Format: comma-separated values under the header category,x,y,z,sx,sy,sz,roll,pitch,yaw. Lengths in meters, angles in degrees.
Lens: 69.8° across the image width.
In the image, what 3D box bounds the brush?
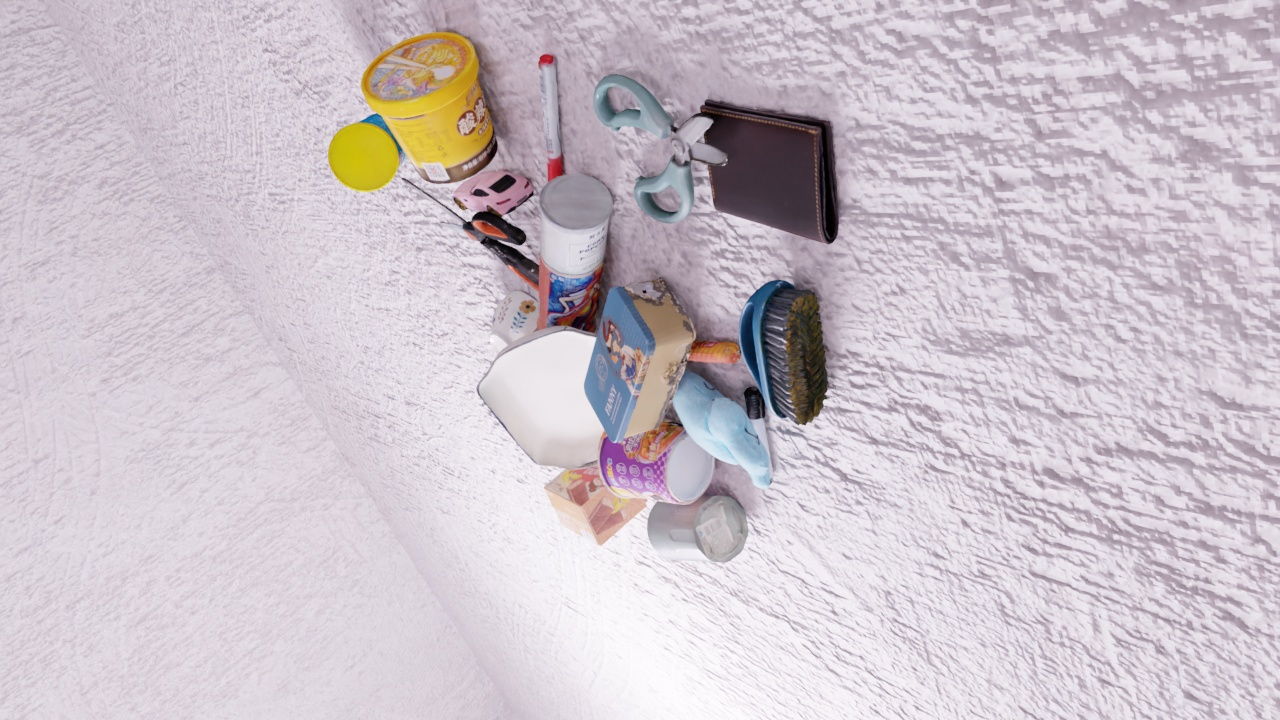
category,x,y,z,sx,sy,sz,roll,pitch,yaw
brush,0.119,-0.009,0.794,0.073,0.055,0.144,26,144,39

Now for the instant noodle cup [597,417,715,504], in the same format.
category,x,y,z,sx,sy,sz,roll,pitch,yaw
instant noodle cup,0.023,0.114,1.045,0.099,0.111,0.112,11,133,45

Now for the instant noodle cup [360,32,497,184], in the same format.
category,x,y,z,sx,sy,sz,roll,pitch,yaw
instant noodle cup,-0.209,-0.255,0.946,0.118,0.118,0.114,32,155,34

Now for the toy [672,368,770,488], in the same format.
category,x,y,z,sx,sy,sz,roll,pitch,yaw
toy,0.079,0.067,0.946,0.161,0.049,0.156,56,165,8

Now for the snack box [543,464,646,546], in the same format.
category,x,y,z,sx,sy,sz,roll,pitch,yaw
snack box,-0.063,0.189,1.281,0.093,0.094,0.077,17,138,49

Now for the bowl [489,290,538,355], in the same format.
category,x,y,z,sx,sy,sz,roll,pitch,yaw
bowl,-0.157,-0.029,1.196,0.113,0.062,0.114,39,150,27

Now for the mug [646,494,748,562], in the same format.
category,x,y,z,sx,sy,sz,roll,pitch,yaw
mug,0.065,0.182,1.104,0.104,0.083,0.124,-13,87,60

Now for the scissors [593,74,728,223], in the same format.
category,x,y,z,sx,sy,sz,roll,pitch,yaw
scissors,0.023,-0.166,0.777,0.177,0.019,0.172,32,148,43

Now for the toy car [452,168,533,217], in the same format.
category,x,y,z,sx,sy,sz,roll,pitch,yaw
toy car,-0.167,-0.189,1.019,0.122,0.056,0.037,20,144,46

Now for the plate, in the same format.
category,x,y,z,sx,sy,sz,roll,pitch,yaw
plate,-0.084,0.043,1.068,0.266,0.162,0.034,61,-170,-51

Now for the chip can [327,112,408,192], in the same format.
category,x,y,z,sx,sy,sz,roll,pitch,yaw
chip can,-0.304,-0.242,1.048,0.071,0.071,0.210,62,180,-20

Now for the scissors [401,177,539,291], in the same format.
category,x,y,z,sx,sy,sz,roll,pitch,yaw
scissors,-0.173,-0.141,1.052,0.221,0.021,0.234,40,169,-27

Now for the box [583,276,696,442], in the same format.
category,x,y,z,sx,sy,sz,roll,pitch,yaw
box,-0.006,0.005,0.947,0.089,0.062,0.185,58,146,33

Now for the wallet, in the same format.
category,x,y,z,sx,sy,sz,roll,pitch,yaw
wallet,0.096,-0.145,0.703,0.122,0.020,0.096,26,139,43

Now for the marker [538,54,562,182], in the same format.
category,x,y,z,sx,sy,sz,roll,pitch,yaw
marker,-0.086,-0.229,0.886,0.017,0.017,0.145,38,150,25

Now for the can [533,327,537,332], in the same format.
category,x,y,z,sx,sy,sz,roll,pitch,yaw
can,-0.109,0.012,1.098,0.058,0.058,0.117,42,140,19

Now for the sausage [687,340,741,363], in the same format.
category,x,y,z,sx,sy,sz,roll,pitch,yaw
sausage,0.049,-0.010,0.939,0.165,0.021,0.021,4,127,55

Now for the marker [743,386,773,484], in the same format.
category,x,y,z,sx,sy,sz,roll,pitch,yaw
marker,0.123,0.080,0.941,0.023,0.018,0.131,17,138,35

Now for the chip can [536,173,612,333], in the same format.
category,x,y,z,sx,sy,sz,roll,pitch,yaw
chip can,-0.074,-0.097,0.970,0.071,0.071,0.215,43,152,18
